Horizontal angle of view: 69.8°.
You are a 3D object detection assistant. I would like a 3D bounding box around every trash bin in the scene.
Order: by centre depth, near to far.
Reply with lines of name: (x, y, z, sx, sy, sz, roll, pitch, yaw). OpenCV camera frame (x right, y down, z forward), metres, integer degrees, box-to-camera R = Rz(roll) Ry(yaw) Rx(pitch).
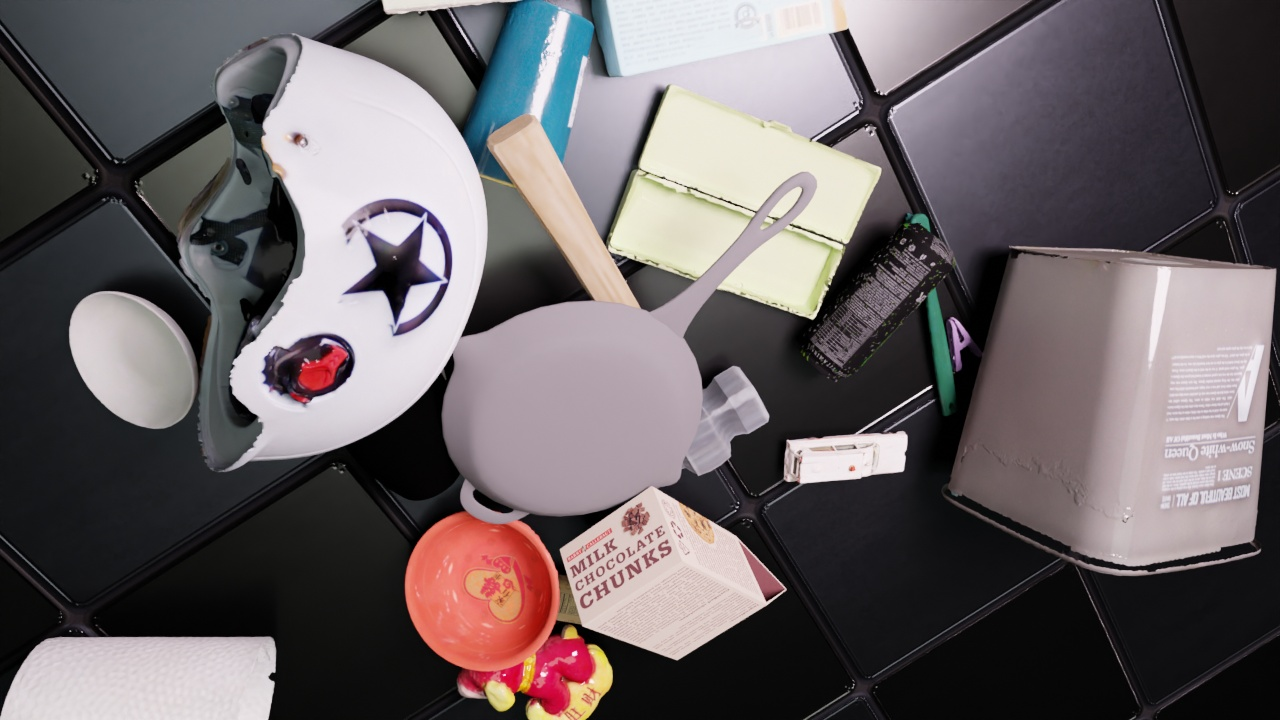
trash bin: (-0.381, 0.274, 0.704, 0.161, 0.133, 0.133, 8, 107, -10)
trash bin: (0.383, 0.026, 0.742, 0.197, 0.197, 0.220, -2, 103, -24)

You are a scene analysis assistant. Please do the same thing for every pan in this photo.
pan: (-0.003, 0.004, 0.653, 0.216, 0.024, 0.355, 35, 108, -30)

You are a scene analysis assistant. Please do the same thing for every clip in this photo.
clip: (0.277, -0.011, 0.801, 0.050, 0.014, 0.046, 28, 104, -23)

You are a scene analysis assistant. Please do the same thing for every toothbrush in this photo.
toothbrush: (0.250, -0.037, 0.785, 0.016, 0.017, 0.190, -20, 113, -5)

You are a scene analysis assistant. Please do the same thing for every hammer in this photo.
hammer: (-0.013, -0.034, 0.668, 0.117, 0.051, 0.323, -31, 127, 1)

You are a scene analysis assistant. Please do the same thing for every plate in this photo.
plate: (-0.352, -0.004, 0.650, 0.104, 0.026, 0.104, 7, 116, 16)

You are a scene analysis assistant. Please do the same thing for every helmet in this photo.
helmet: (-0.190, -0.057, 0.582, 0.163, 0.237, 0.264, 7, 106, -34)

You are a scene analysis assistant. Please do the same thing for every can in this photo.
can: (0.190, -0.047, 0.739, 0.054, 0.054, 0.138, 33, 109, -20)
can: (-0.053, 0.208, 0.794, 0.079, 0.038, 0.038, 15, 105, -16)

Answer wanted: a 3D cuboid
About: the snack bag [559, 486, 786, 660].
snack bag: (0.039, 0.191, 0.769, 0.094, 0.069, 0.206, -36, 139, 15)

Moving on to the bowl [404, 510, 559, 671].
bowl: (-0.123, 0.183, 0.751, 0.130, 0.045, 0.130, 0, 92, 11)

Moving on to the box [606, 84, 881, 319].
box: (0.081, -0.119, 0.714, 0.187, 0.024, 0.137, 15, 111, -16)

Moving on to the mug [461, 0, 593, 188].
mug: (-0.077, -0.181, 0.635, 0.078, 0.078, 0.121, 16, 100, -17)

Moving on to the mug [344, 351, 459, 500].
mug: (-0.166, 0.043, 0.697, 0.118, 0.085, 0.100, -41, 130, -28)

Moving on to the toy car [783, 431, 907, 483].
toy car: (0.182, 0.086, 0.800, 0.113, 0.039, 0.039, -2, 109, -11)

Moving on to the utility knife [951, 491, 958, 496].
utility knife: (0.305, 0.044, 0.828, 0.022, 0.015, 0.177, 0, 112, -24)

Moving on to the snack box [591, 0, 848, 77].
snack box: (0.056, -0.254, 0.647, 0.174, 0.053, 0.075, -15, 110, -8)

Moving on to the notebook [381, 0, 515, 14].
notebook: (-0.052, -0.327, 0.590, 0.252, 0.010, 0.182, -9, 93, -8)

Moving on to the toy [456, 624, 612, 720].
toy: (-0.085, 0.272, 0.800, 0.137, 0.067, 0.106, 22, 102, -26)
